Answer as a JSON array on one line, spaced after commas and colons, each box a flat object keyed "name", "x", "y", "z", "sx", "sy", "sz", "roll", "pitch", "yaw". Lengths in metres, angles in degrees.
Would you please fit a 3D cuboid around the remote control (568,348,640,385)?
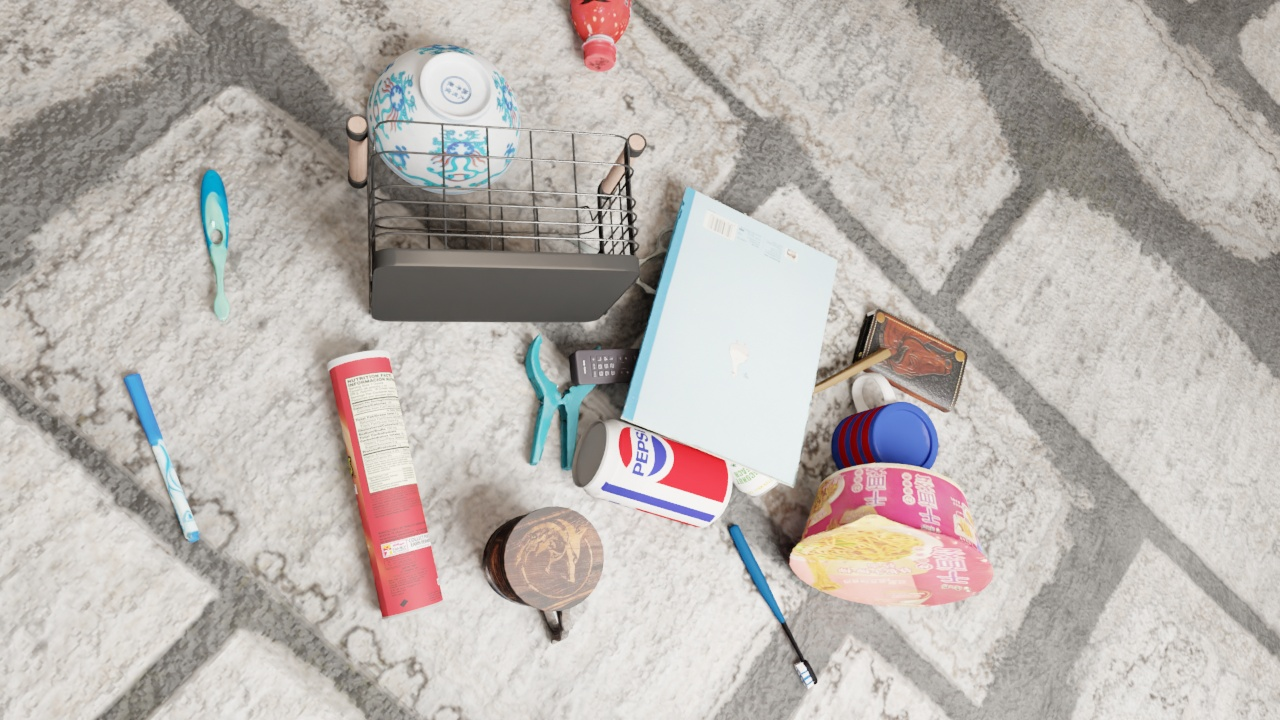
[{"name": "remote control", "x": -0.005, "y": 0.005, "z": 0.860, "sx": 0.136, "sy": 0.015, "sz": 0.032, "roll": -2, "pitch": 83, "yaw": -36}]

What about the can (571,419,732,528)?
[{"name": "can", "x": 0.011, "y": 0.101, "z": 0.820, "sx": 0.132, "sy": 0.070, "sz": 0.070, "roll": 20, "pitch": 71, "yaw": -25}]

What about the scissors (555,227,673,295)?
[{"name": "scissors", "x": -0.008, "y": -0.077, "z": 0.890, "sx": 0.141, "sy": 0.014, "sz": 0.162, "roll": -29, "pitch": 86, "yaw": -18}]

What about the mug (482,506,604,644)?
[{"name": "mug", "x": -0.078, "y": 0.181, "z": 0.758, "sx": 0.079, "sy": 0.107, "sz": 0.115, "roll": -18, "pitch": 84, "yaw": -23}]

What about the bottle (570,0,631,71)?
[{"name": "bottle", "x": -0.040, "y": -0.359, "z": 0.922, "sx": 0.062, "sy": 0.062, "sz": 0.137, "roll": 5, "pitch": 75, "yaw": -19}]

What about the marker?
[{"name": "marker", "x": -0.377, "y": 0.077, "z": 0.725, "sx": 0.013, "sy": 0.013, "sz": 0.142, "roll": -21, "pitch": 86, "yaw": -23}]

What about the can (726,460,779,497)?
[{"name": "can", "x": 0.091, "y": 0.078, "z": 0.873, "sx": 0.054, "sy": 0.055, "sz": 0.101, "roll": -41, "pitch": 94, "yaw": -23}]

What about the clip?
[{"name": "clip", "x": -0.057, "y": 0.035, "z": 0.847, "sx": 0.121, "sy": 0.031, "sz": 0.130, "roll": -11, "pitch": 82, "yaw": -26}]

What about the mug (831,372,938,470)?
[{"name": "mug", "x": 0.241, "y": 0.066, "z": 0.919, "sx": 0.075, "sy": 0.076, "sz": 0.112, "roll": -3, "pitch": 79, "yaw": -21}]

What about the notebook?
[{"name": "notebook", "x": 0.092, "y": -0.027, "z": 0.870, "sx": 0.181, "sy": 0.009, "sz": 0.252, "roll": 24, "pitch": 64, "yaw": -16}]

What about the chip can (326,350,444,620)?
[{"name": "chip can", "x": -0.211, "y": 0.102, "z": 0.759, "sx": 0.051, "sy": 0.052, "sz": 0.214, "roll": -12, "pitch": 82, "yaw": -22}]

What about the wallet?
[{"name": "wallet", "x": 0.290, "y": 0.000, "z": 0.983, "sx": 0.123, "sy": 0.019, "sz": 0.072, "roll": 25, "pitch": 71, "yaw": -13}]

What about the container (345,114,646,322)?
[{"name": "container", "x": -0.121, "y": -0.115, "z": 0.775, "sx": 0.241, "sy": 0.163, "sz": 0.130, "roll": 0, "pitch": 78, "yaw": -17}]

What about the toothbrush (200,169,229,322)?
[{"name": "toothbrush", "x": -0.356, "y": -0.097, "z": 0.772, "sx": 0.022, "sy": 0.017, "sz": 0.135, "roll": -5, "pitch": 77, "yaw": -21}]

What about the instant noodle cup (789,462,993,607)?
[{"name": "instant noodle cup", "x": 0.231, "y": 0.160, "z": 0.854, "sx": 0.178, "sy": 0.179, "sz": 0.077, "roll": 22, "pitch": 55, "yaw": -14}]

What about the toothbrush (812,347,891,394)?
[{"name": "toothbrush", "x": 0.186, "y": 0.027, "z": 0.930, "sx": 0.166, "sy": 0.016, "sz": 0.016, "roll": -26, "pitch": 95, "yaw": -14}]

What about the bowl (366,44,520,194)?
[{"name": "bowl", "x": -0.173, "y": -0.233, "z": 0.837, "sx": 0.143, "sy": 0.074, "sz": 0.143, "roll": 5, "pitch": 76, "yaw": -19}]

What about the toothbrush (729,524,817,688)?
[{"name": "toothbrush", "x": 0.125, "y": 0.232, "z": 0.872, "sx": 0.014, "sy": 0.014, "sz": 0.167, "roll": -27, "pitch": 86, "yaw": -12}]
